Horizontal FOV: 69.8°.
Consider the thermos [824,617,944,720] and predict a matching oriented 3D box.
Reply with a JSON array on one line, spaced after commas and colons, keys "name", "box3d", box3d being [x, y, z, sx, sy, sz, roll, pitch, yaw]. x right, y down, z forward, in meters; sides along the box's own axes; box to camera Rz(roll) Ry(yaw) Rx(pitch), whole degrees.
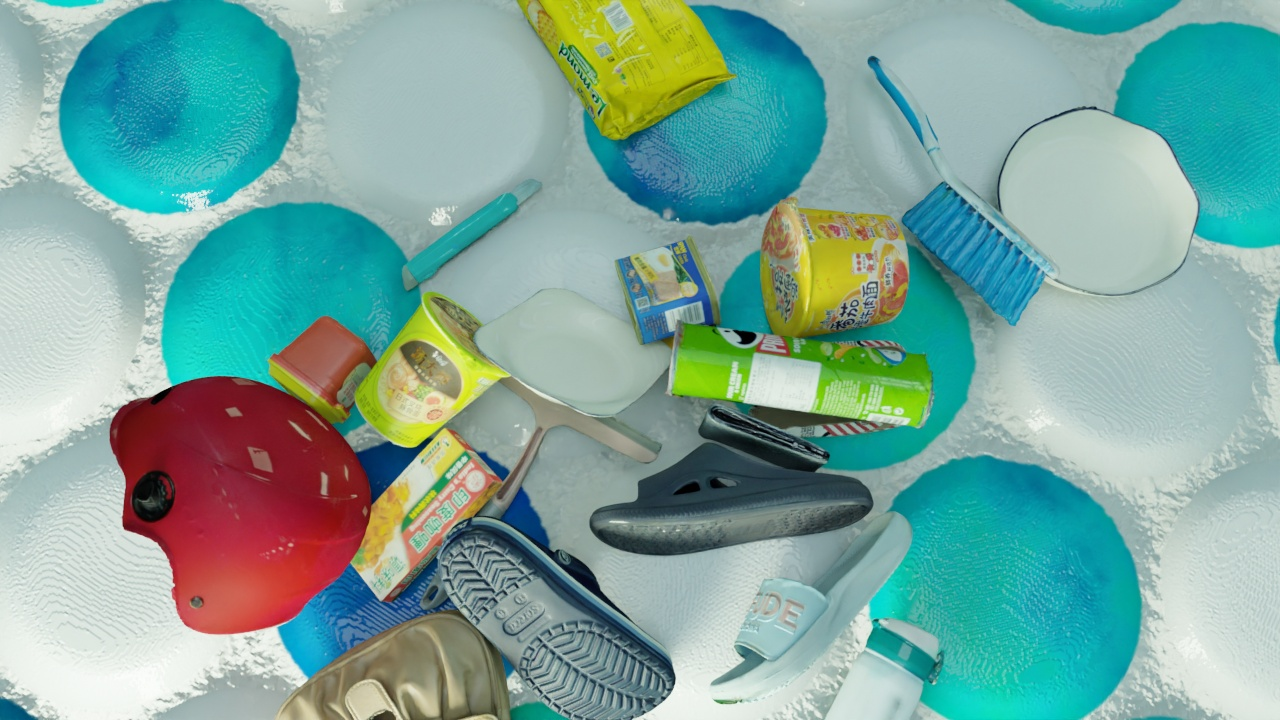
[{"name": "thermos", "box3d": [0.201, 0.341, 0.833, 0.073, 0.073, 0.224, 30, 78, 6]}]

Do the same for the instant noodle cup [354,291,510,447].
[{"name": "instant noodle cup", "box3d": [-0.204, 0.016, 0.877, 0.123, 0.111, 0.111, -45, 81, 10]}]

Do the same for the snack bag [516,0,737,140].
[{"name": "snack bag", "box3d": [-0.024, -0.367, 0.993, 0.158, 0.068, 0.246, -31, 80, -7]}]

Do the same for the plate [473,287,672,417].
[{"name": "plate", "box3d": [-0.065, -0.002, 0.889, 0.164, 0.034, 0.163, 30, 35, 16]}]

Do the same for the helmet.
[{"name": "helmet", "box3d": [-0.330, 0.101, 0.803, 0.144, 0.206, 0.240, -32, 85, 9]}]

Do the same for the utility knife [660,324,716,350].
[{"name": "utility knife", "box3d": [-0.006, 0.005, 0.934, 0.202, 0.015, 0.033, -32, 57, -6]}]

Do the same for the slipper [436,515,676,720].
[{"name": "slipper", "box3d": [-0.080, 0.234, 0.844, 0.253, 0.095, 0.105, 42, 105, -12]}]

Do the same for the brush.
[{"name": "brush", "box3d": [0.308, -0.180, 0.947, 0.110, 0.060, 0.314, -48, 66, 20]}]

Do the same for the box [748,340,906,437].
[{"name": "box", "box3d": [0.185, 0.025, 0.899, 0.162, 0.075, 0.086, -6, 108, 3]}]

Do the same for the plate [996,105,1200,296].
[{"name": "plate", "box3d": [0.470, -0.160, 0.960, 0.205, 0.045, 0.204, 0, 76, 0]}]

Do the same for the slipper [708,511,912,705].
[{"name": "slipper", "box3d": [0.152, 0.220, 0.845, 0.245, 0.104, 0.074, -42, 84, -14]}]

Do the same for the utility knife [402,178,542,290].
[{"name": "utility knife", "box3d": [-0.178, -0.136, 0.967, 0.182, 0.013, 0.029, -38, 83, -7]}]

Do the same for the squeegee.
[{"name": "squeegee", "box3d": [-0.139, 0.133, 0.894, 0.248, 0.040, 0.249, 29, 84, 22]}]

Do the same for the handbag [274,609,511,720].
[{"name": "handbag", "box3d": [-0.217, 0.318, 0.819, 0.204, 0.100, 0.147, -31, 82, -4]}]

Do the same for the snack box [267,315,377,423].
[{"name": "snack box", "box3d": [-0.304, 0.009, 0.897, 0.082, 0.091, 0.080, 36, 72, 8]}]

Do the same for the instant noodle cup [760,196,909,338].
[{"name": "instant noodle cup", "box3d": [0.190, -0.087, 0.901, 0.109, 0.138, 0.138, -4, 77, -9]}]

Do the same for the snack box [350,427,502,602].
[{"name": "snack box", "box3d": [-0.211, 0.147, 0.877, 0.077, 0.027, 0.156, 43, 90, 22]}]

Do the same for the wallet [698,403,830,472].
[{"name": "wallet", "box3d": [0.115, 0.078, 0.877, 0.121, 0.097, 0.019, 22, 76, 5]}]

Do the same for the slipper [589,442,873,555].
[{"name": "slipper", "box3d": [0.083, 0.127, 0.872, 0.268, 0.111, 0.083, -5, 61, -6]}]

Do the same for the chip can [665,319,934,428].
[{"name": "chip can", "box3d": [0.144, 0.013, 0.847, 0.236, 0.072, 0.072, 8, 77, 3]}]

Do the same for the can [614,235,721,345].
[{"name": "can", "box3d": [0.026, -0.070, 0.916, 0.083, 0.057, 0.102, -16, 46, -1]}]
